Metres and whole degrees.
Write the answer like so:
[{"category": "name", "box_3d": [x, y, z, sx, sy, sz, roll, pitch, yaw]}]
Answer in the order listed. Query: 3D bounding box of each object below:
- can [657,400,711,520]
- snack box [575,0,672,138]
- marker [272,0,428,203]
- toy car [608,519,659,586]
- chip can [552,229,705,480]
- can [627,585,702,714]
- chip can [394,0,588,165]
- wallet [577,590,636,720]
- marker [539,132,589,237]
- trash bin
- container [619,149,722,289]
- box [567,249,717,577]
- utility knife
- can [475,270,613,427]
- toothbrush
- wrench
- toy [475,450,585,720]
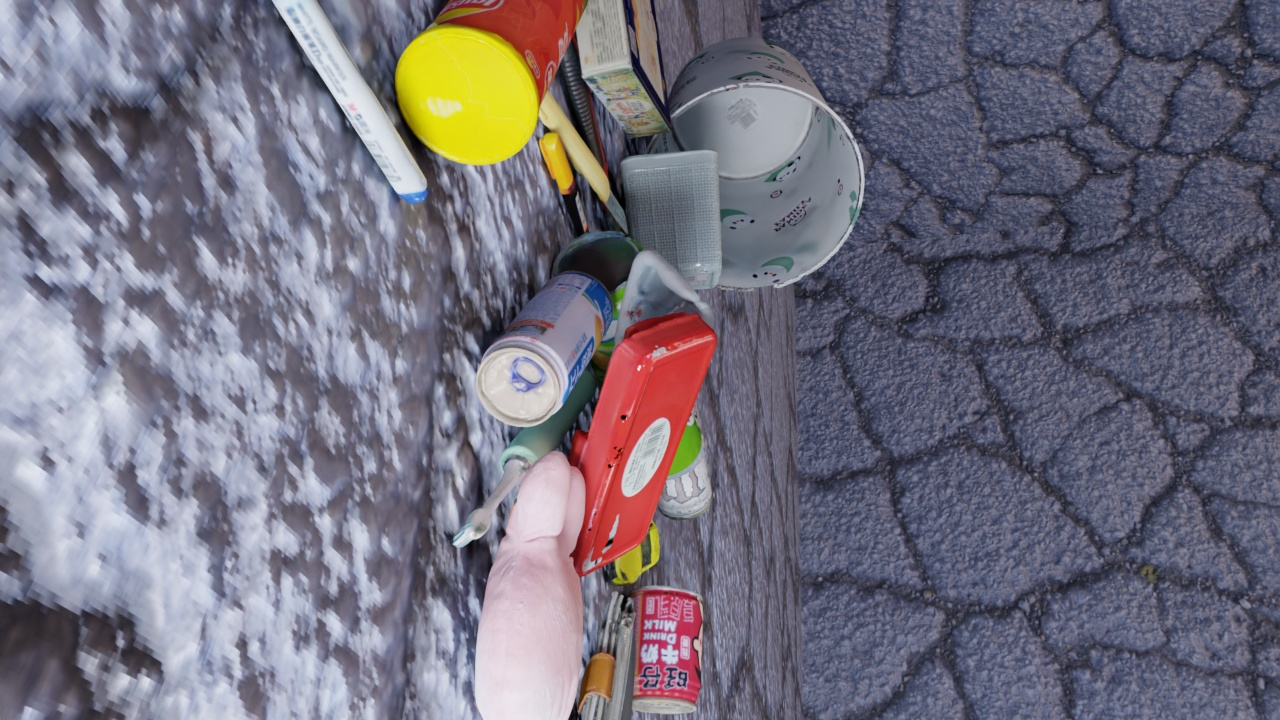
[{"category": "can", "box_3d": [0.033, 0.082, 0.899, 0.058, 0.058, 0.147, -69, 152, -60]}, {"category": "snack box", "box_3d": [-0.020, -0.303, 0.787, 0.182, 0.046, 0.178, 12, 69, -78]}, {"category": "marker", "box_3d": [-0.126, -0.120, 0.389, 0.146, 0.017, 0.016, 66, 24, -54]}, {"category": "toy car", "box_3d": [-0.004, 0.160, 0.781, 0.105, 0.032, 0.048, -6, 92, -75]}, {"category": "chip can", "box_3d": [-0.004, 0.004, 0.742, 0.236, 0.072, 0.072, 70, 21, -46]}, {"category": "can", "box_3d": [0.019, 0.244, 0.773, 0.066, 0.066, 0.093, 64, 26, -57]}, {"category": "chip can", "box_3d": [-0.072, -0.193, 0.523, 0.216, 0.073, 0.073, -80, 160, -49]}, {"category": "wallet", "box_3d": [-0.026, 0.244, 0.656, 0.107, 0.037, 0.129, 87, 9, -48]}, {"category": "marker", "box_3d": [-0.054, -0.124, 0.699, 0.124, 0.015, 0.018, 71, 21, -53]}, {"category": "trash bin", "box_3d": [0.117, -0.239, 1.034, 0.251, 0.230, 0.230, -85, 165, -55]}, {"category": "container", "box_3d": [0.031, -0.125, 0.856, 0.090, 0.090, 0.111, 70, 15, -82]}, {"category": "box", "box_3d": [-0.018, 0.036, 0.613, 0.110, 0.100, 0.202, -21, 140, -40]}, {"category": "utility knife", "box_3d": [-0.043, -0.156, 0.714, 0.201, 0.021, 0.031, 42, 47, -56]}, {"category": "can", "box_3d": [-0.056, -0.010, 0.568, 0.134, 0.053, 0.053, -64, 147, -64]}, {"category": "toothbrush", "box_3d": [-0.065, 0.053, 0.568, 0.026, 0.027, 0.224, 46, 22, -7]}, {"category": "wrench", "box_3d": [-0.040, -0.174, 0.767, 0.056, 0.016, 0.274, -77, 159, -52]}, {"category": "toy", "box_3d": [-0.056, 0.133, 0.511, 0.121, 0.054, 0.159, 73, 23, -71]}]
